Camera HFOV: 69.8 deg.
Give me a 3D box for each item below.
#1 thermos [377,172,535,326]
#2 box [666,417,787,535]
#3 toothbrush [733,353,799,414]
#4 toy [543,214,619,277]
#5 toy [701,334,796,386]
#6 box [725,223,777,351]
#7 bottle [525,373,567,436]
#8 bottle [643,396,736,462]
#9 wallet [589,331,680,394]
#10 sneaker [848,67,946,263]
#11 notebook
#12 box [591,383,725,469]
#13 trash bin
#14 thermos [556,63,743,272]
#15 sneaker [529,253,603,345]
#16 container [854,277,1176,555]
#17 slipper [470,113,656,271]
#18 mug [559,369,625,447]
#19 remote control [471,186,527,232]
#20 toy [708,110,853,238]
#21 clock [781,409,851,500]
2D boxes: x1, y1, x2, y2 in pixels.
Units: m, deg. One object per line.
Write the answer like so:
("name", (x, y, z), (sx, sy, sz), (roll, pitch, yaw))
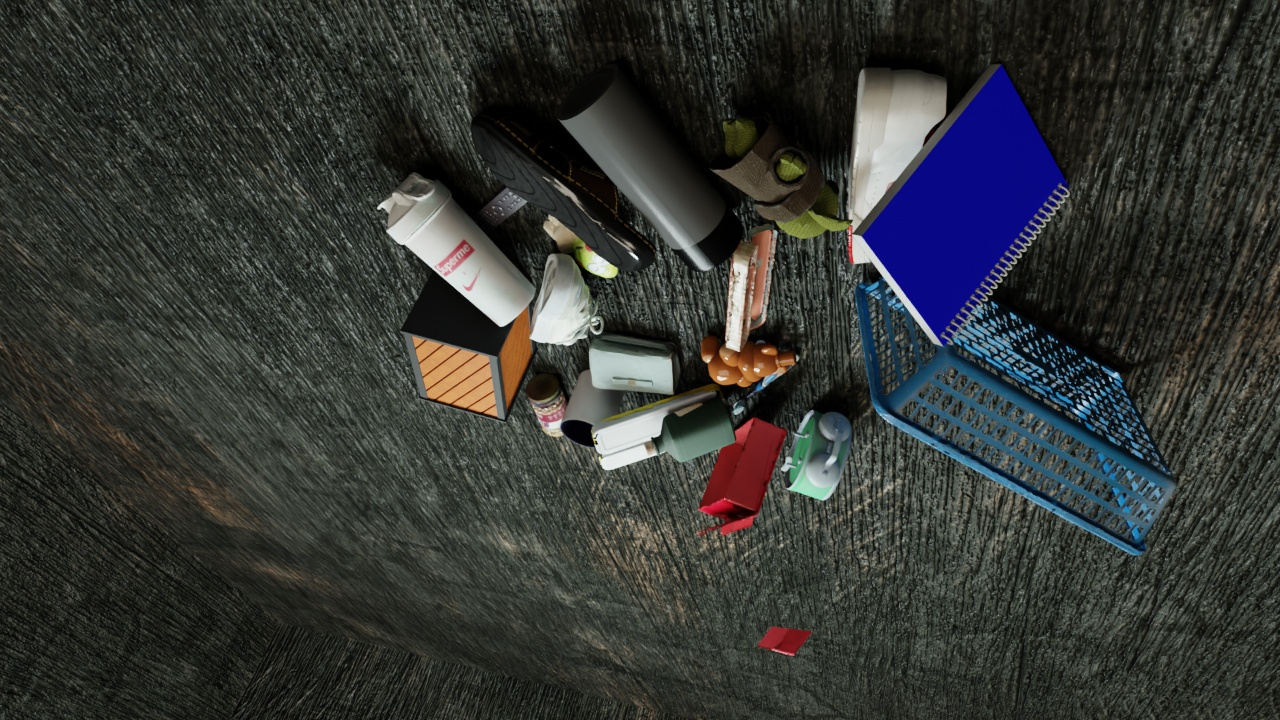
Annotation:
("thermos", (-0.235, -0.146, 1.195), (0.220, 0.099, 0.100), (44, 139, -20))
("box", (0.146, 0.173, 1.376), (0.153, 0.164, 0.215), (-22, 169, -11))
("toothbrush", (0.179, 0.035, 1.328), (0.016, 0.017, 0.190), (27, 146, -9))
("toy", (-0.071, -0.152, 1.167), (0.115, 0.046, 0.092), (32, 153, -4))
("toy", (0.150, -0.004, 1.263), (0.128, 0.065, 0.095), (-9, 145, 23))
("box", (0.134, -0.087, 1.135), (0.042, 0.082, 0.187), (22, 149, 16))
("bottle", (-0.148, 0.074, 1.509), (0.056, 0.056, 0.105), (7, 144, 18))
("bottle", (0.069, 0.108, 1.352), (0.131, 0.061, 0.061), (-20, 131, -2))
("wallet", (-0.008, 0.008, 1.358), (0.132, 0.054, 0.100), (5, 144, 12))
("sneaker", (0.266, -0.187, 0.927), (0.104, 0.090, 0.237), (3, 141, 10))
("notebook", (0.311, -0.140, 0.870), (0.171, 0.209, 0.022), (44, 172, -31))
("box", (0.032, 0.107, 1.404), (0.209, 0.036, 0.130), (-19, 144, -4))
("trash bin", (-0.243, -0.028, 1.339), (0.140, 0.139, 0.172), (15, 146, 7))
("thermos", (0.016, -0.206, 1.014), (0.082, 0.082, 0.240), (-14, 134, 39))
("sneaker", (-0.092, -0.076, 1.234), (0.090, 0.089, 0.243), (11, 164, -9))
("container", (0.420, 0.032, 1.026), (0.362, 0.256, 0.089), (27, 125, -13))
("slipper", (-0.083, -0.205, 1.067), (0.268, 0.075, 0.113), (38, 159, 1))
("mug", (-0.085, 0.080, 1.449), (0.078, 0.096, 0.112), (37, 142, -24))
("remote control", (-0.173, -0.202, 1.173), (0.032, 0.015, 0.137), (36, 145, -23))
("toy", (0.144, -0.192, 0.955), (0.152, 0.078, 0.179), (38, 180, -21))
("clock", (0.256, 0.132, 1.320), (0.075, 0.121, 0.162), (18, 165, 0))
